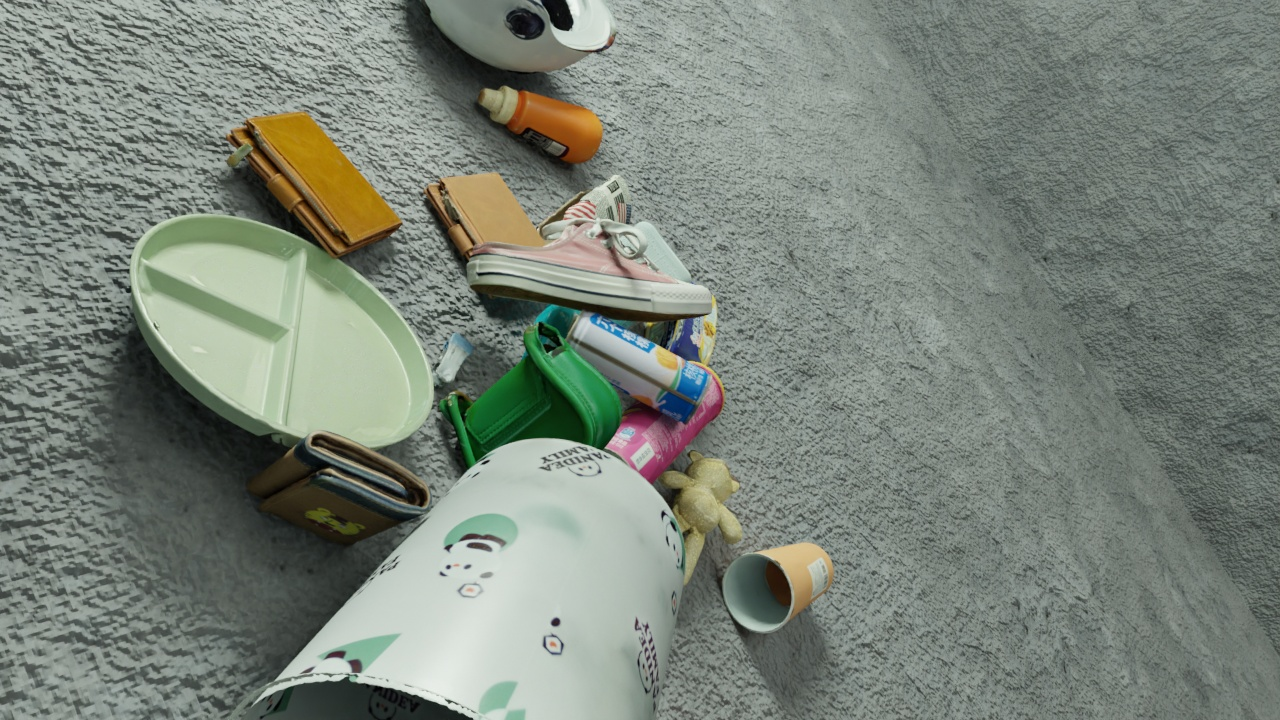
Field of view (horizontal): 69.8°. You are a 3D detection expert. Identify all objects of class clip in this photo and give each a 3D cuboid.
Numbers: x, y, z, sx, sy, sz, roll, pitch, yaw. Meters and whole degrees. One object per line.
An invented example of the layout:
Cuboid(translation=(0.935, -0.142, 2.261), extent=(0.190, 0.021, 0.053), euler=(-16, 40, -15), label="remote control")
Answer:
Cuboid(translation=(-0.167, 0.001, 0.803), extent=(0.026, 0.038, 0.058), euler=(45, 38, -18), label="clip")

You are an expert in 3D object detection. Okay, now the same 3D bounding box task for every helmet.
Cuboid(translation=(-0.163, -0.429, 1.051), extent=(0.258, 0.146, 0.228), euler=(38, 39, -36), label="helmet")

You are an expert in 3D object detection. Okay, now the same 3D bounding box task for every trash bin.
Cuboid(translation=(-0.087, 0.191, 0.580), extent=(0.229, 0.230, 0.251), euler=(47, 30, -11), label="trash bin")

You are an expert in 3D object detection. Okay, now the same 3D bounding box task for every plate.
Cuboid(translation=(-0.254, -0.019, 0.666), extent=(0.230, 0.028, 0.229), euler=(36, 24, -19), label="plate")

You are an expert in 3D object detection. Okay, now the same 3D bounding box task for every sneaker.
Cuboid(translation=(-0.040, -0.090, 0.857), extent=(0.240, 0.118, 0.087), euler=(9, 84, -21), label="sneaker")

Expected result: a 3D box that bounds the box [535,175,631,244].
Cuboid(translation=(-0.048, -0.157, 1.018), extent=(0.075, 0.082, 0.163), euler=(52, 33, -8), label="box")

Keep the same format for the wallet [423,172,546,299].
Cuboid(translation=(-0.146, -0.128, 0.922), extent=(0.132, 0.031, 0.107), euler=(56, 35, 7), label="wallet")

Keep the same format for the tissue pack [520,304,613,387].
Cuboid(translation=(-0.070, 0.012, 0.880), extent=(0.093, 0.050, 0.133), euler=(39, 38, -21), label="tissue pack")

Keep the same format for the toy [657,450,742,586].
Cuboid(translation=(0.048, 0.156, 0.898), extent=(0.105, 0.066, 0.156), euler=(38, 45, -4), label="toy")

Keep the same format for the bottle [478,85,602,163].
Cuboid(translation=(-0.118, -0.278, 1.059), extent=(0.149, 0.067, 0.066), euler=(15, 51, -33), label="bottle")

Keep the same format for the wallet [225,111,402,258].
Cuboid(translation=(-0.275, -0.151, 0.777), extent=(0.130, 0.035, 0.118), euler=(50, 26, -6), label="wallet")

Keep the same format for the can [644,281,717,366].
Cuboid(translation=(0.044, -0.033, 1.031), extent=(0.049, 0.075, 0.147), euler=(34, 39, -21), label="can")

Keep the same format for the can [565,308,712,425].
Cuboid(translation=(-0.005, 0.005, 0.837), extent=(0.134, 0.053, 0.053), euler=(28, 39, -3), label="can")

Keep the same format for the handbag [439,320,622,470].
Cuboid(translation=(-0.092, 0.048, 0.758), extent=(0.120, 0.132, 0.067), euler=(52, 23, 3), label="handbag")

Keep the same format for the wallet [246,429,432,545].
Cuboid(translation=(-0.202, 0.088, 0.607), extent=(0.090, 0.116, 0.033), euler=(34, 53, -26), label="wallet")

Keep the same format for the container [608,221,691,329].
Cuboid(translation=(-0.020, -0.078, 0.983), extent=(0.090, 0.090, 0.111), euler=(52, 39, -3), label="container")

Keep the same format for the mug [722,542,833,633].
Cuboid(translation=(0.148, 0.226, 0.942), extent=(0.122, 0.078, 0.078), euler=(-2, 63, -55), label="mug")

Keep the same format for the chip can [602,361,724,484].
Cuboid(translation=(0.010, 0.069, 0.881), extent=(0.071, 0.072, 0.210), euler=(54, 34, -1), label="chip can")
